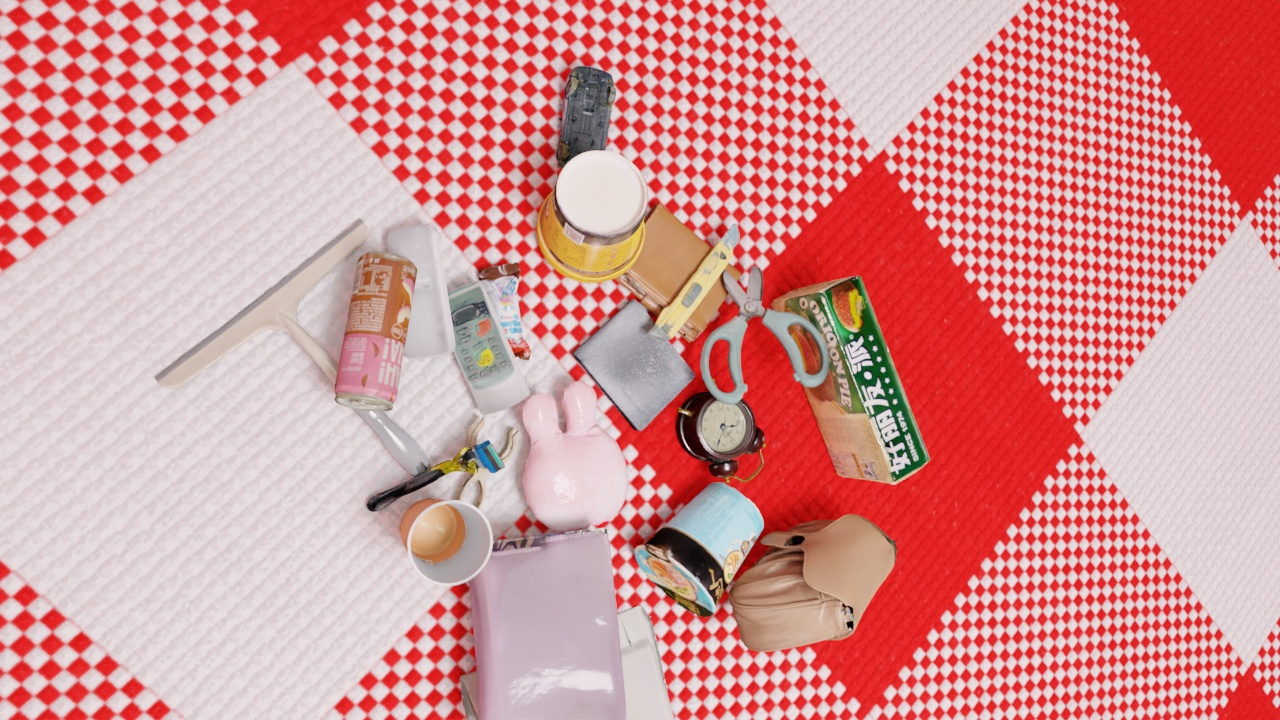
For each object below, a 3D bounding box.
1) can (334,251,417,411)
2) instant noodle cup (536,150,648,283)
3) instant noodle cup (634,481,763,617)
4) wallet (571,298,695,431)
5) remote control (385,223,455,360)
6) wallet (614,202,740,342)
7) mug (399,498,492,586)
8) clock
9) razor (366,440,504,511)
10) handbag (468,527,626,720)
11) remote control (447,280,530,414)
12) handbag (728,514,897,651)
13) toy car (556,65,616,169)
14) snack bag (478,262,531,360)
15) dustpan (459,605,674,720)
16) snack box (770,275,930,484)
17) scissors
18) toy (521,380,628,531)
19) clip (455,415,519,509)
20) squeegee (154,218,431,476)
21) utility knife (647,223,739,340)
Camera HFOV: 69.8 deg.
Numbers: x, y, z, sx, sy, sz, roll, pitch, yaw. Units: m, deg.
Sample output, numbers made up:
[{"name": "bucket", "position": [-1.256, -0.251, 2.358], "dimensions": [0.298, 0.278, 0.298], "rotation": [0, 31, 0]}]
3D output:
[{"name": "can", "position": [-0.254, -0.028, 0.882], "dimensions": [0.058, 0.058, 0.147], "rotation": [12, 74, -22]}, {"name": "instant noodle cup", "position": [-0.047, -0.153, 0.959], "dimensions": [0.118, 0.115, 0.118], "rotation": [2, 78, -9]}, {"name": "instant noodle cup", "position": [0.073, 0.201, 1.016], "dimensions": [0.120, 0.111, 0.111], "rotation": [-45, 104, -25]}, {"name": "wallet", "position": [-0.006, 0.006, 1.036], "dimensions": [0.097, 0.019, 0.121], "rotation": [-43, 105, -16]}, {"name": "remote control", "position": [-0.224, -0.070, 0.935], "dimensions": [0.056, 0.020, 0.136], "rotation": [-9, 91, 14]}, {"name": "wallet", "position": [0.040, -0.100, 1.051], "dimensions": [0.132, 0.031, 0.107], "rotation": [38, 73, -15]}, {"name": "mug", "position": [-0.196, 0.170, 0.893], "dimensions": [0.078, 0.123, 0.078], "rotation": [1, 86, -22]}, {"name": "clock", "position": [0.095, 0.085, 1.052], "dimensions": [0.082, 0.055, 0.122], "rotation": [-40, 100, -20]}, {"name": "razor", "position": [-0.210, 0.118, 0.926], "dimensions": [0.143, 0.022, 0.043], "rotation": [-24, 130, 0]}, {"name": "handbag", "position": [-0.098, 0.276, 0.927], "dimensions": [0.144, 0.099, 0.197], "rotation": [-1, 76, -21]}, {"name": "remote control", "position": [-0.165, -0.012, 0.953], "dimensions": [0.056, 0.019, 0.135], "rotation": [-22, 93, 6]}, {"name": "handbag", "position": [0.188, 0.238, 1.013], "dimensions": [0.204, 0.148, 0.100], "rotation": [-29, 103, -55]}, {"name": "toy car", "position": [-0.062, -0.263, 1.014], "dimensions": [0.054, 0.037, 0.120], "rotation": [5, 96, -23]}, {"name": "snack bag", "position": [-0.143, -0.050, 0.974], "dimensions": [0.045, 0.026, 0.105], "rotation": [-8, 91, 1]}, {"name": "dustpan", "position": [-0.057, 0.443, 1.001], "dimensions": [0.222, 0.143, 0.257], "rotation": [-16, 65, -22]}, {"name": "snack box", "position": [0.245, 0.024, 1.085], "dimensions": [0.063, 0.115, 0.240], "rotation": [-25, 96, -21]}, {"name": "scissors", "position": [0.147, -0.027, 1.035], "dimensions": [0.177, 0.019, 0.174], "rotation": [10, 72, 4]}, {"name": "toy", "position": [-0.072, 0.104, 0.982], "dimensions": [0.121, 0.054, 0.159], "rotation": [-15, 99, -30]}, {"name": "clip", "position": [-0.152, 0.109, 0.962], "dimensions": [0.089, 0.035, 0.104], "rotation": [-1, 93, -21]}, {"name": "squeegee", "position": [-0.289, 0.028, 0.906], "dimensions": [0.246, 0.039, 0.246], "rotation": [-43, 104, -18]}, {"name": "utility knife", "position": [0.065, -0.088, 1.040], "dimensions": [0.031, 0.019, 0.174], "rotation": [44, 65, -22]}]
